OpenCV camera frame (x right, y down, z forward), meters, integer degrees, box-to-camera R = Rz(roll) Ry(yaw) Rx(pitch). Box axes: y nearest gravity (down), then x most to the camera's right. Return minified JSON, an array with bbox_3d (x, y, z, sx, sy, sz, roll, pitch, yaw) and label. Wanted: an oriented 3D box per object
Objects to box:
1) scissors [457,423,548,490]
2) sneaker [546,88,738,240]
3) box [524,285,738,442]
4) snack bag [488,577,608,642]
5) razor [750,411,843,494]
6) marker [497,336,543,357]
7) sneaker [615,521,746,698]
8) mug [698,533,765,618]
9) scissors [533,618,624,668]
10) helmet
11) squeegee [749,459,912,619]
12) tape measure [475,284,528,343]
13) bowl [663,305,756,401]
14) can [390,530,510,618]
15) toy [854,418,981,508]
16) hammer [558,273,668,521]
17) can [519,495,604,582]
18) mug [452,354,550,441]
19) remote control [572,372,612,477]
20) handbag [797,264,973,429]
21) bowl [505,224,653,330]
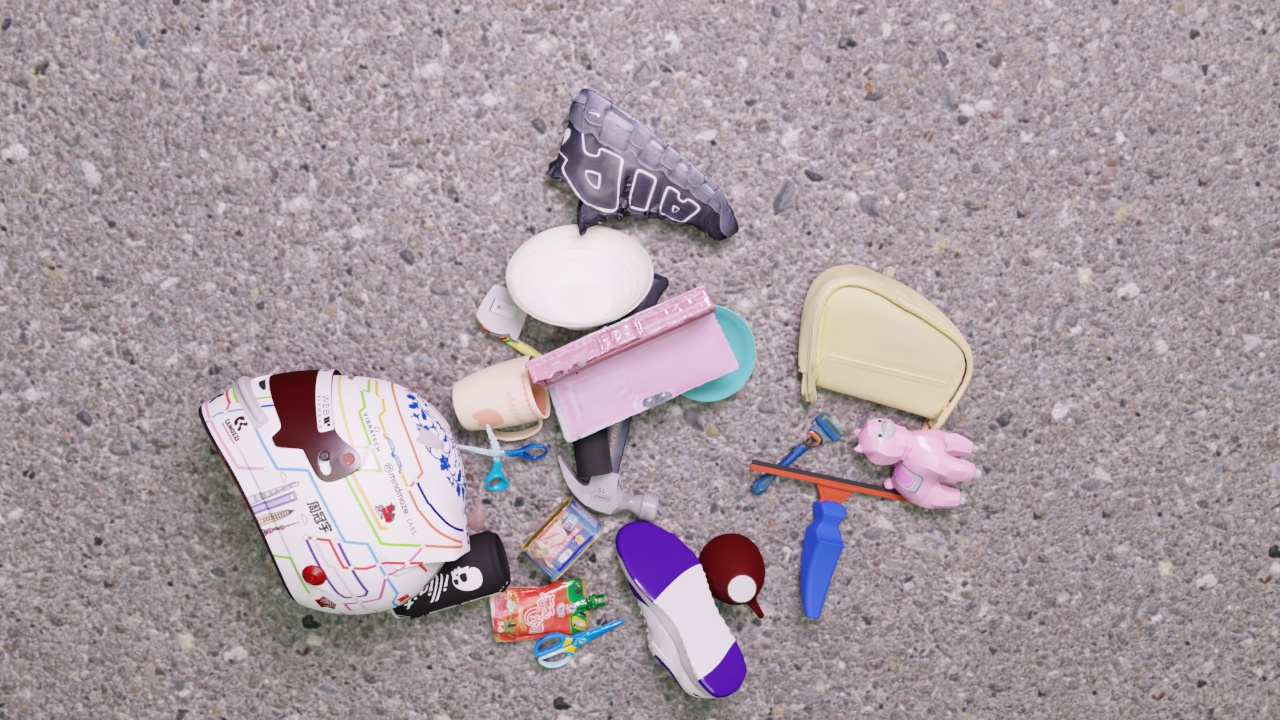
[{"bbox_3d":[-0.168,0.113,1.151,0.115,0.014,0.131,-22,136,-10],"label":"scissors"},{"bbox_3d":[-0.009,-0.197,1.113,0.252,0.097,0.151,37,99,-7],"label":"sneaker"},{"bbox_3d":[-0.005,0.009,1.089,0.232,0.099,0.112,-24,84,3],"label":"box"},{"bbox_3d":[-0.118,0.325,1.204,0.155,0.044,0.087,-6,111,-10],"label":"snack bag"},{"bbox_3d":[0.199,0.126,1.205,0.141,0.018,0.044,-41,95,6],"label":"razor"},{"bbox_3d":[-0.127,-0.001,1.167,0.132,0.014,0.014,35,94,-8],"label":"marker"},{"bbox_3d":[0.039,0.326,1.190,0.091,0.111,0.244,-22,72,-29],"label":"sneaker"},{"bbox_3d":[0.130,0.289,1.186,0.087,0.088,0.114,-32,99,0],"label":"mug"},{"bbox_3d":[-0.080,0.368,1.214,0.126,0.023,0.061,-19,120,-2],"label":"scissors"},{"bbox_3d":[-0.329,0.131,1.061,0.235,0.231,0.314,-28,89,-11],"label":"helmet"},{"bbox_3d":[0.239,0.244,1.204,0.249,0.055,0.184,13,82,-14],"label":"squeegee"},{"bbox_3d":[-0.170,-0.060,1.144,0.062,0.020,0.060,21,78,-5],"label":"tape measure"},{"bbox_3d":[0.082,-0.012,1.163,0.121,0.046,0.121,0,98,-4],"label":"bowl"},{"bbox_3d":[-0.244,0.272,1.162,0.146,0.080,0.080,-16,98,-2],"label":"can"},{"bbox_3d":[0.347,0.128,1.173,0.157,0.067,0.123,11,136,3],"label":"toy"},{"bbox_3d":[-0.015,0.042,1.171,0.139,0.035,0.312,13,96,-3],"label":"hammer"},{"bbox_3d":[-0.101,0.228,1.180,0.059,0.054,0.100,44,92,-6],"label":"can"},{"bbox_3d":[-0.169,0.056,1.145,0.104,0.085,0.111,-14,128,8],"label":"mug"},{"bbox_3d":[-0.067,0.075,1.149,0.045,0.021,0.140,-8,93,3],"label":"remote control"},{"bbox_3d":[0.310,-0.015,1.168,0.233,0.088,0.191,17,111,-6],"label":"handbag"},{"bbox_3d":[-0.072,-0.087,1.115,0.176,0.176,0.058,-4,139,-4],"label":"bowl"}]
